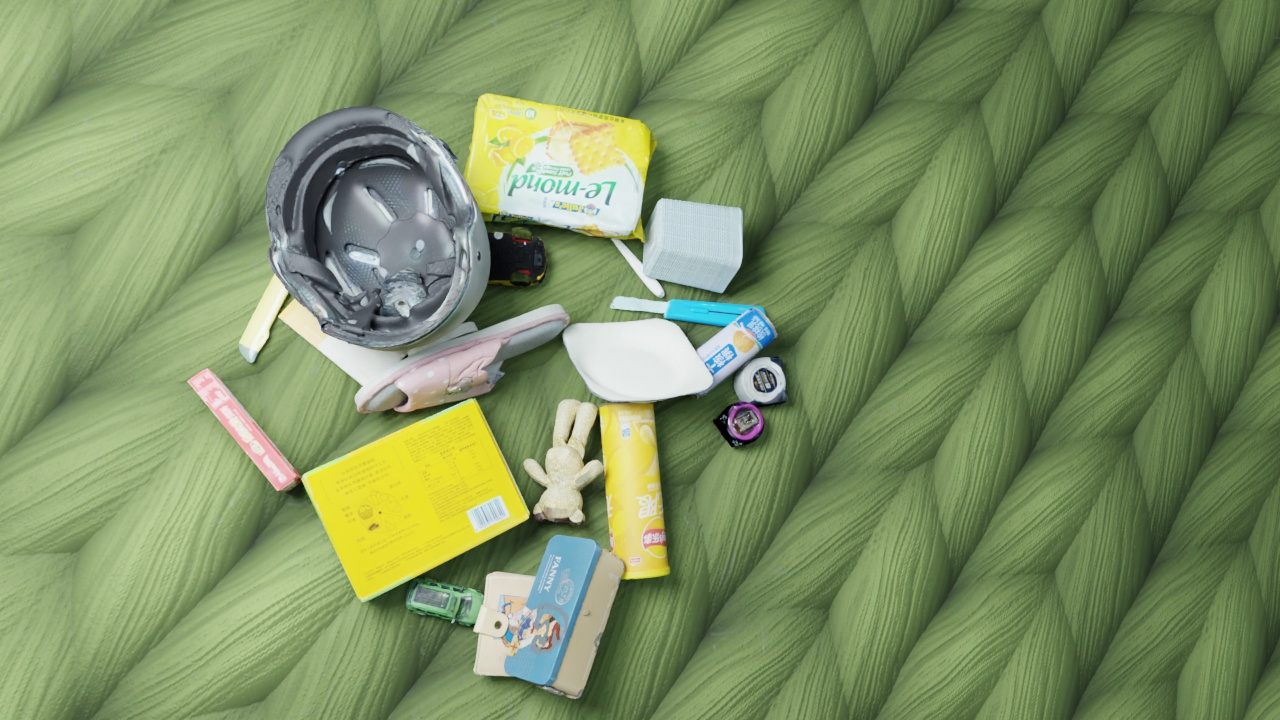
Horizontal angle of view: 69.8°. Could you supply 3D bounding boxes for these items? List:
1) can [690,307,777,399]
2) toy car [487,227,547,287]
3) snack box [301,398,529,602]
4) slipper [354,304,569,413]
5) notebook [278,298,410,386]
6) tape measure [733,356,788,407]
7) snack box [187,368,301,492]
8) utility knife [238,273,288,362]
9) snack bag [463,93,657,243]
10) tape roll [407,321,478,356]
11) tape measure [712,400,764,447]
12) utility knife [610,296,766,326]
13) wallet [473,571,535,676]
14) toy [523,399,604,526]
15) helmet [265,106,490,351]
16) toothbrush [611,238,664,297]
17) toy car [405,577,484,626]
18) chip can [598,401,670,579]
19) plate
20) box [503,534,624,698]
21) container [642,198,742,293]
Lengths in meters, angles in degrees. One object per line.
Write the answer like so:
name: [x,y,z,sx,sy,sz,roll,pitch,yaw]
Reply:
can: [0.110,-0.009,1.188,0.134,0.053,0.053,-38,92,-10]
toy car: [-0.193,-0.128,1.135,0.156,0.041,0.071,2,80,-7]
snack box: [-0.255,0.157,1.051,0.209,0.070,0.157,-25,88,-19]
slipper: [-0.199,0.008,1.075,0.273,0.114,0.054,-25,78,-26]
notebook: [-0.305,-0.084,1.091,0.146,0.010,0.206,39,79,1]
tape measure: [0.158,0.029,1.215,0.066,0.034,0.065,-3,79,-19]
snack box: [-0.433,0.079,1.010,0.025,0.075,0.153,-39,93,-18]
utility knife: [-0.416,-0.098,1.076,0.031,0.022,0.216,21,81,5]
snack bag: [-0.106,-0.237,1.155,0.246,0.068,0.158,8,76,-6]
tape roll: [-0.232,-0.021,1.081,0.085,0.086,0.014,-26,87,-19]
tape measure: [0.131,0.082,1.194,0.057,0.039,0.057,-34,91,-19]
utility knife: [0.066,-0.065,1.214,0.218,0.018,0.034,5,79,-14]
wallet: [-0.154,0.307,1.068,0.087,0.024,0.115,17,76,-38]
toy: [-0.088,0.122,1.117,0.105,0.066,0.157,4,72,17]
helmet: [-0.272,-0.131,1.016,0.230,0.157,0.274,-37,72,3]
toothbrush: [-0.027,-0.154,1.203,0.016,0.016,0.180,-40,93,-18]
toy car: [-0.224,0.278,1.058,0.091,0.036,0.043,18,74,-16]
chip can: [-0.008,0.157,1.123,0.072,0.072,0.213,-2,80,-17]
plate: [-0.007,0.007,1.133,0.164,0.034,0.163,-4,37,-21]
box: [-0.084,0.286,1.056,0.062,0.090,0.184,35,61,-38]
container: [0.065,-0.150,1.187,0.111,0.090,0.090,8,64,-11]
